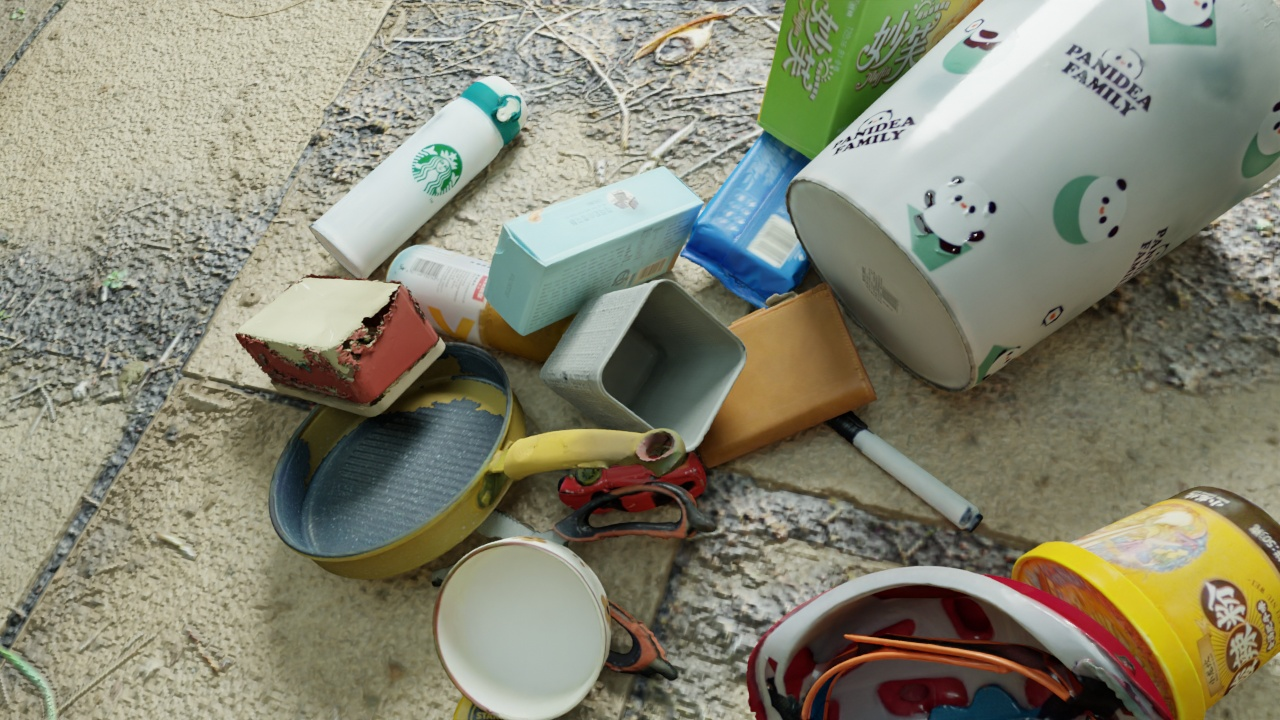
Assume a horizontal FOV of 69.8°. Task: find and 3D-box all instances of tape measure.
[{"bbox_3d":[-0.093,0.239,0.597,0.060,0.029,0.057,2,56,-4],"label":"tape measure"}]

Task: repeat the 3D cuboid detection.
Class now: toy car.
[{"bbox_3d":[-0.006,0.090,0.652,0.106,0.049,0.031,-10,57,7],"label":"toy car"}]

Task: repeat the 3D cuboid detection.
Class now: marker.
[{"bbox_3d":[0.178,0.071,0.633,0.018,0.023,0.131,-26,51,-36],"label":"marker"}]

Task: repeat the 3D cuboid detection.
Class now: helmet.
[{"bbox_3d":[0.178,0.223,0.471,0.207,0.143,0.240,-16,76,32],"label":"helmet"}]

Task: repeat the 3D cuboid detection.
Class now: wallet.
[{"bbox_3d":[0.093,0.009,0.672,0.132,0.031,0.107,-25,56,15],"label":"wallet"}]

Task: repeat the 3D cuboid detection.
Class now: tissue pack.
[{"bbox_3d":[0.108,-0.118,0.732,0.095,0.052,0.157,34,75,6],"label":"tissue pack"}]

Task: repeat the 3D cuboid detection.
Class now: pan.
[{"bbox_3d":[-0.117,0.063,0.626,0.358,0.078,0.197,4,51,32],"label":"pan"}]

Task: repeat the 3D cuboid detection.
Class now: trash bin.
[{"bbox_3d":[0.252,-0.126,0.620,0.252,0.229,0.229,-38,59,-3],"label":"trash bin"}]

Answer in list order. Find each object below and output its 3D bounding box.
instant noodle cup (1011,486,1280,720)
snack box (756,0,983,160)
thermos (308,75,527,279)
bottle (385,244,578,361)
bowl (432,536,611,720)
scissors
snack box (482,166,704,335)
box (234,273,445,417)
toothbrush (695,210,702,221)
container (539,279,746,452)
[{"bbox_3d":[0.295,0.137,0.515,0.114,0.119,0.118,-25,57,-11],"label":"instant noodle cup"},{"bbox_3d":[0.196,-0.260,0.703,0.209,0.158,0.070,-29,56,-32],"label":"snack box"},{"bbox_3d":[-0.195,-0.172,0.840,0.073,0.073,0.224,35,73,28],"label":"thermos"},{"bbox_3d":[-0.116,-0.042,0.744,0.190,0.068,0.067,17,66,19],"label":"bottle"},{"bbox_3d":[-0.068,0.164,0.587,0.113,0.062,0.113,1,95,15],"label":"bowl"},{"bbox_3d":[-0.050,0.135,0.628,0.226,0.015,0.189,44,105,19],"label":"scissors"},{"bbox_3d":[-0.033,-0.086,0.698,0.174,0.074,0.051,-28,65,-39],"label":"snack box"},{"bbox_3d":[-0.244,-0.021,0.718,0.169,0.080,0.091,8,47,43],"label":"box"},{"bbox_3d":[0.018,-0.115,0.786,0.191,0.016,0.018,-5,70,12],"label":"toothbrush"},{"bbox_3d":[-0.004,0.004,0.648,0.090,0.090,0.114,-58,25,-16],"label":"container"}]
